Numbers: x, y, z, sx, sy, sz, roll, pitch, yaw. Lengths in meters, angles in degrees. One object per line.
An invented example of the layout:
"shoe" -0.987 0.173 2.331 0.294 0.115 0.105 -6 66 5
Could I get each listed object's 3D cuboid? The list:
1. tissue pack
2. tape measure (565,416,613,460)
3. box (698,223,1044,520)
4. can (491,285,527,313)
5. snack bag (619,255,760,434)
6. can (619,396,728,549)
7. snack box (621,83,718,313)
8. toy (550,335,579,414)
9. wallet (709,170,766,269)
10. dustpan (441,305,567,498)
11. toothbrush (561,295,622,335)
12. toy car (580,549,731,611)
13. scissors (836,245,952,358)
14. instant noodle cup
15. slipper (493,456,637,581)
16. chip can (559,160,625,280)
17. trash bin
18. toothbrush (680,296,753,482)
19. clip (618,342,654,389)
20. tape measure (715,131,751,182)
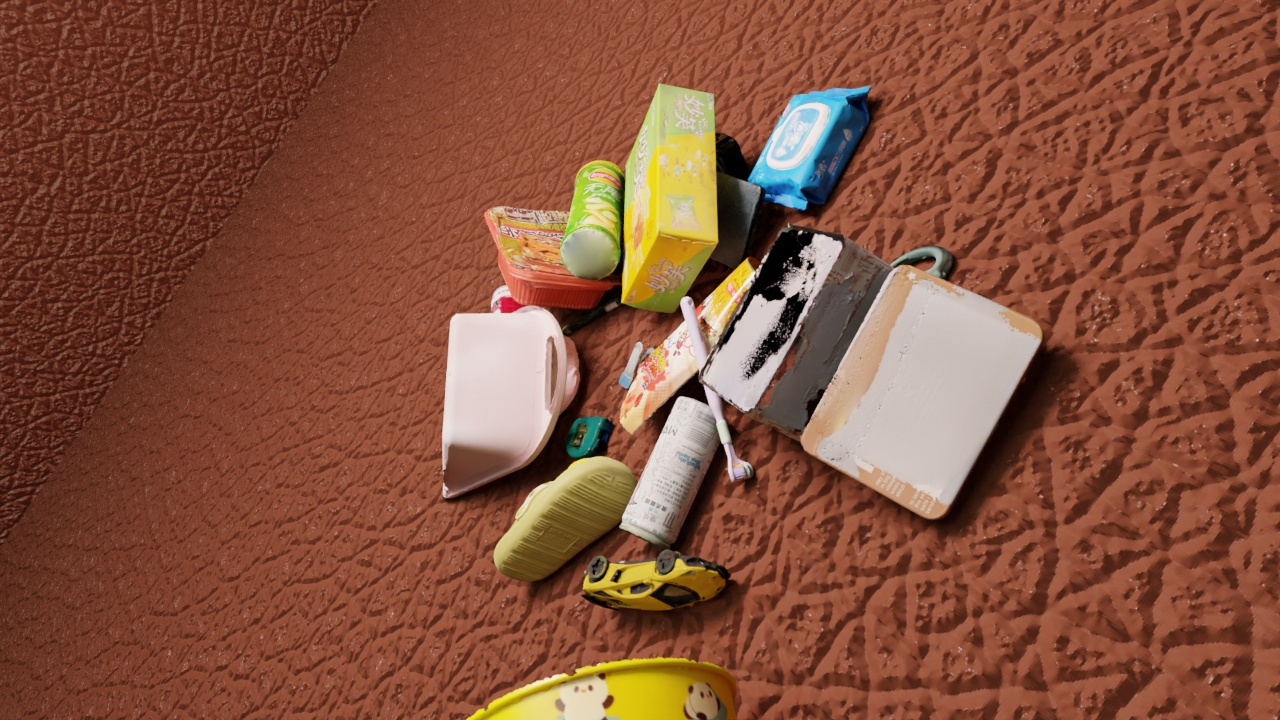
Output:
"tissue pack" 0.186 -0.239 1.014 0.095 0.052 0.157 21 80 51
"tape measure" -0.062 0.090 1.064 0.058 0.025 0.054 -6 58 46
"box" 0.180 -0.004 0.785 0.274 0.124 0.179 32 95 46
"can" -0.177 -0.042 1.258 0.053 0.053 0.132 -34 43 25
"snack bag" 0.061 -0.017 0.970 0.208 0.073 0.128 -40 16 19
"can" 0.034 0.112 0.917 0.058 0.058 0.146 13 73 50
"snack box" 0.031 -0.183 1.052 0.158 0.070 0.209 121 153 -60
"toy" -0.135 0.034 1.163 0.160 0.054 0.121 -33 46 37
"wallet" 0.093 -0.165 1.054 0.121 0.019 0.097 36 119 50
"dustpan" -0.177 0.051 1.160 0.274 0.138 0.222 124 147 -70
"toothbrush" -0.042 -0.068 1.163 0.186 0.017 0.012 -26 83 33
"toy car" 0.011 0.209 0.861 0.156 0.071 0.041 -17 50 38
"scissors" 0.235 -0.020 0.831 0.173 0.019 0.179 -45 40 12
"instant noodle cup" -0.112 -0.127 1.184 0.188 0.164 0.079 -119 39 -50
"slipper" -0.089 0.160 0.992 0.191 0.091 0.081 -45 37 19
"chip can" -0.056 -0.179 1.154 0.073 0.072 0.220 -36 25 23
"trash bin" -0.007 0.379 0.647 0.230 0.229 0.255 -37 47 23
"toothbrush" 0.071 0.026 0.896 0.021 0.029 0.189 -31 72 52
"clip" -0.005 0.007 1.071 0.025 0.029 0.057 38 103 55
"tape measure" 0.099 -0.238 1.092 0.033 0.066 0.066 -35 41 -6
